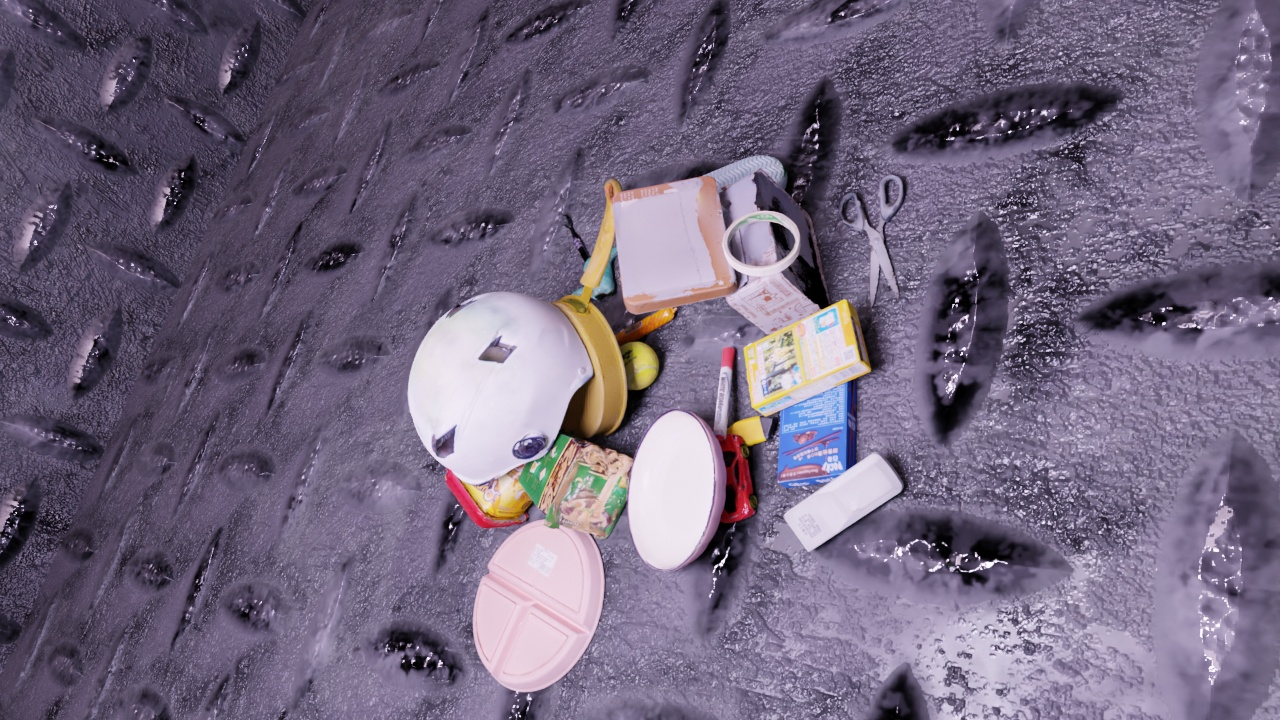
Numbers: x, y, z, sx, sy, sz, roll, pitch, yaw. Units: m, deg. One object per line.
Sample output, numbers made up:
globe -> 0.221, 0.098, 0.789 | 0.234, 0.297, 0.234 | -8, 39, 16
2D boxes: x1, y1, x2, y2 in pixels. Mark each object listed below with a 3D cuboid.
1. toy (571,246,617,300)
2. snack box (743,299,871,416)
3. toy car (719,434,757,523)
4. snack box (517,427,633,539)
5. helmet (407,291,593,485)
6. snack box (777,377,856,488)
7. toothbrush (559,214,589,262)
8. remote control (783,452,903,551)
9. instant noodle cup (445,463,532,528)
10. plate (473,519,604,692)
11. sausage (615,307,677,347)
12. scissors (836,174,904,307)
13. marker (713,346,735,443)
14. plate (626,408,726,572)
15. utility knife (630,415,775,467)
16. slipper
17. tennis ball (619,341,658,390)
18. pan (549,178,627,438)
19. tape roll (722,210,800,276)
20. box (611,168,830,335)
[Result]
toy -> -0.067, -0.127, 1.399 | 0.097, 0.030, 0.091 | -23, 50, 16
snack box -> 0.187, -0.002, 1.046 | 0.141, 0.033, 0.086 | -26, 50, 27
toy car -> 0.104, 0.136, 1.076 | 0.049, 0.031, 0.106 | -22, 59, 31
snack box -> -0.088, 0.151, 1.181 | 0.106, 0.118, 0.117 | 25, 90, 46
helmet -> -0.204, 0.022, 1.165 | 0.259, 0.146, 0.229 | -49, 48, 5
snack box -> 0.200, 0.063, 1.038 | 0.085, 0.026, 0.156 | -14, 57, 37
toothbrush -> -0.098, -0.184, 1.478 | 0.014, 0.016, 0.189 | -39, 46, 11
remote control -> 0.213, 0.148, 0.964 | 0.125, 0.024, 0.049 | -40, 79, 20
instant noodle cup -> -0.183, 0.153, 1.264 | 0.124, 0.116, 0.116 | -45, 69, 12
plate -> -0.142, 0.315, 1.208 | 0.230, 0.028, 0.229 | -23, 51, 32
sausage -> -0.013, -0.037, 1.304 | 0.165, 0.021, 0.021 | -28, 49, 28
scissors -> 0.285, -0.150, 1.099 | 0.164, 0.014, 0.164 | -54, 42, 6
marker -> 0.103, 0.041, 1.127 | 0.017, 0.017, 0.145 | -23, 38, 32
plate -> 0.047, 0.155, 1.089 | 0.193, 0.039, 0.192 | -30, 54, 53
utility knife -> 0.072, 0.110, 1.137 | 0.224, 0.015, 0.033 | -22, 68, 32
slipper -> 0.092, -0.200, 1.271 | 0.245, 0.074, 0.104 | -27, 47, 8
tennis ball -> -0.007, 0.007, 1.239 | 0.066, 0.065, 0.065 | -23, 52, 32
pan -> -0.069, -0.063, 1.216 | 0.198, 0.078, 0.358 | 36, 132, 44
tape roll -> 0.136, -0.132, 1.028 | 0.086, 0.014, 0.085 | -6, 56, 9
box -> 0.104, -0.133, 1.100 | 0.136, 0.269, 0.179 | 122, 150, -50
